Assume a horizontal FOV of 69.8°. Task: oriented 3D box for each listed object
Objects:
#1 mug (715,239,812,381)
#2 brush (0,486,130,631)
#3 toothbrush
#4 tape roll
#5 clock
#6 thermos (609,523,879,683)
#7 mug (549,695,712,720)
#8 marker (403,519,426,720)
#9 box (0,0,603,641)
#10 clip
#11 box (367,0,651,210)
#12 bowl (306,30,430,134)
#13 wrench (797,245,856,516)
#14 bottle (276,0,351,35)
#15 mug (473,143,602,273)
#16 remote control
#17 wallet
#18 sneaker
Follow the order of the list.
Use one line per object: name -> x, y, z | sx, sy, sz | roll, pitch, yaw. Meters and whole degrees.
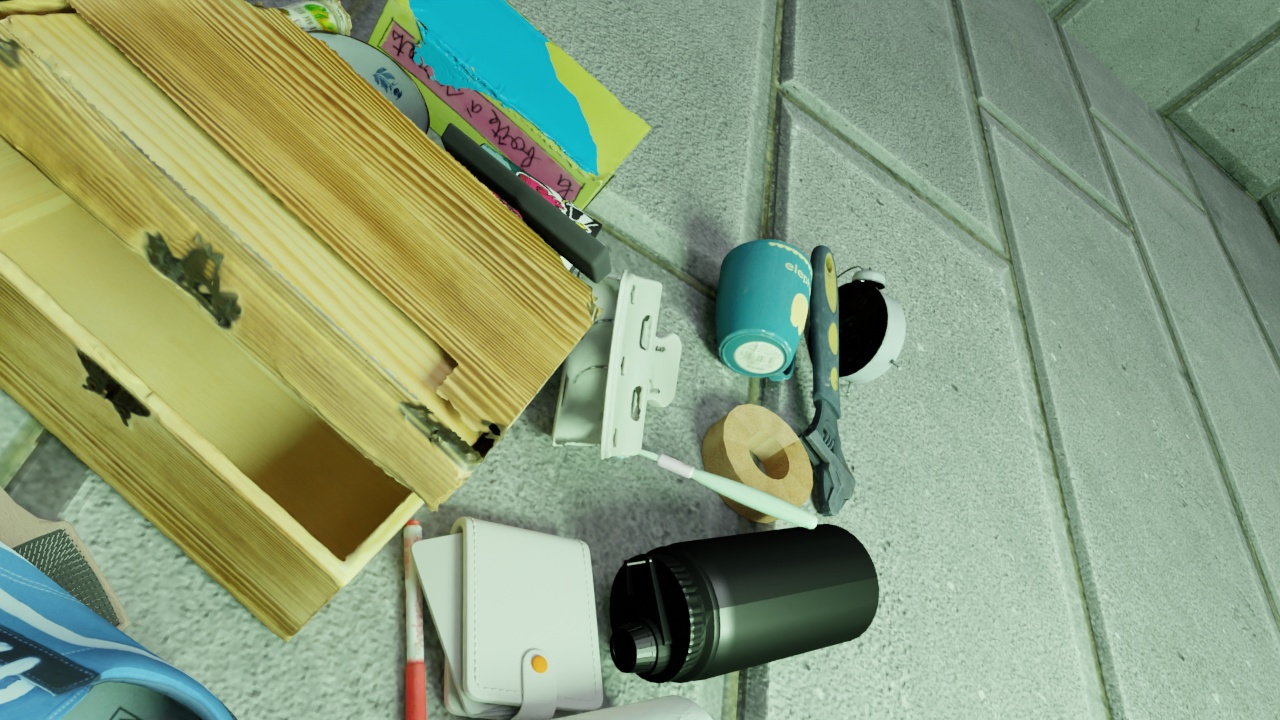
mug -> 0.113, -0.033, 0.820 | 0.112, 0.085, 0.104 | 55, 35, -39
brush -> -0.291, 0.078, 0.421 | 0.135, 0.015, 0.049 | 54, 42, 7
toothbrush -> 0.052, 0.088, 0.656 | 0.155, 0.022, 0.015 | 20, 74, 10
tape roll -> 0.095, 0.083, 0.743 | 0.094, 0.027, 0.093 | 23, 46, -26
clock -> 0.206, -0.035, 0.881 | 0.035, 0.095, 0.122 | 20, 53, -34
thermos -> 0.063, 0.160, 0.609 | 0.198, 0.086, 0.086 | 2, 58, -40
mug -> -0.015, 0.229, 0.491 | 0.105, 0.083, 0.082 | 4, 56, -40
marker -> -0.125, 0.155, 0.508 | 0.012, 0.013, 0.142 | 14, 50, -33
box -> -0.178, -0.053, 0.495 | 0.279, 0.193, 0.250 | 43, 39, -4
clip -> -0.024, 0.001, 0.654 | 0.101, 0.126, 0.152 | 10, 1, 5
box -> -0.111, -0.222, 0.770 | 0.221, 0.080, 0.124 | 38, 42, -8
bowl -> -0.215, -0.180, 0.666 | 0.114, 0.045, 0.114 | 22, 47, -27
wrench -> 0.169, 0.010, 0.832 | 0.073, 0.022, 0.272 | 31, 52, -38
bottle -> -0.261, -0.237, 0.675 | 0.043, 0.043, 0.110 | 44, 40, -4
mug -> -0.093, -0.086, 0.655 | 0.098, 0.118, 0.081 | 34, 78, -8
remote control -> -0.072, -0.097, 0.565 | 0.136, 0.032, 0.015 | 40, 76, 15
wallet -> -0.081, 0.149, 0.531 | 0.115, 0.038, 0.118 | 18, 45, -30
sneaker -> -0.253, 0.114, 0.349 | 0.241, 0.098, 0.083 | 35, 60, -15
